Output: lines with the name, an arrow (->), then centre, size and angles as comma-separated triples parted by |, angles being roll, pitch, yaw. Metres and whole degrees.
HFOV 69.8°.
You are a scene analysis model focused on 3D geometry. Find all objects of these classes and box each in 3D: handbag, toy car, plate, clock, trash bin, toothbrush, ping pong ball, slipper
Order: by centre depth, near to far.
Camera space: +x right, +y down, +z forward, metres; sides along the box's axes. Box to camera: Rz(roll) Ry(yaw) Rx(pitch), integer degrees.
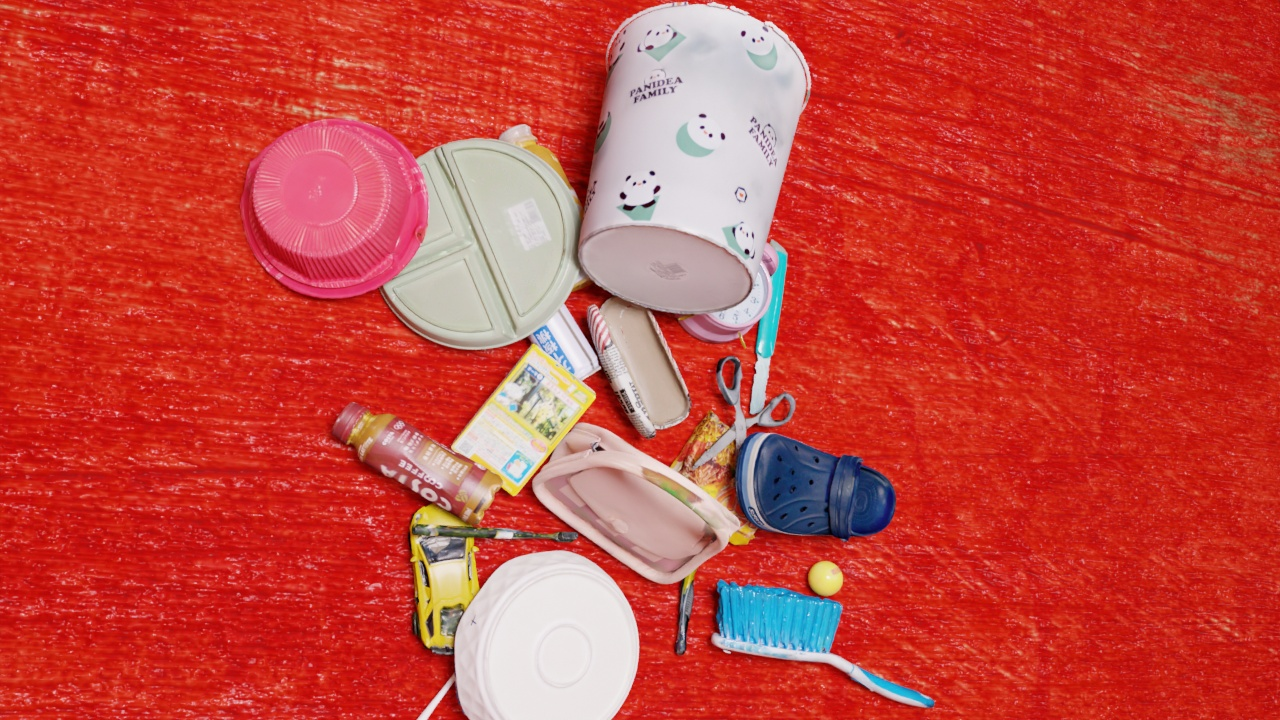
handbag -> 0.009, 0.140, 0.919 | 0.193, 0.235, 0.093 | 38, 67, -11
toothbrush -> -0.215, 0.361, 0.925 | 0.016, 0.016, 0.179 | 44, 70, -14
toy car -> -0.200, 0.221, 0.939 | 0.071, 0.041, 0.155 | -4, 81, -21
plate -> -0.087, 0.300, 0.941 | 0.204, 0.046, 0.204 | 5, 80, -31
toothbrush -> -0.147, 0.179, 0.951 | 0.185, 0.017, 0.012 | 10, 72, -33
plate -> -0.175, -0.126, 0.969 | 0.230, 0.027, 0.230 | 0, 86, 2
trash bin -> 0.048, -0.201, 0.974 | 0.229, 0.230, 0.251 | 19, 68, -15
slipper -> 0.211, 0.152, 1.033 | 0.252, 0.095, 0.105 | 20, 77, -37
ping pong ball -> 0.217, 0.256, 1.077 | 0.040, 0.040, 0.040 | 3, 80, -19
clock -> 0.102, -0.100, 1.084 | 0.117, 0.060, 0.158 | 20, 73, -15

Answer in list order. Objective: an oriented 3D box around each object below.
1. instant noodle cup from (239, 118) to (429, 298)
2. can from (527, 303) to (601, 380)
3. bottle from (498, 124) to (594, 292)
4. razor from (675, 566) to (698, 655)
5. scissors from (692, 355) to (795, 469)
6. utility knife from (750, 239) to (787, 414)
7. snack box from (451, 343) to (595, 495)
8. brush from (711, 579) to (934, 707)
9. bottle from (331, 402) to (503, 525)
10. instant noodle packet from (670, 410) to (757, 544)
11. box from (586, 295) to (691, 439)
instant noodle cup -> -0.315, -0.162, 0.923 | 0.194, 0.066, 0.193 | 0, 83, -2
can -> -0.099, -0.036, 1.008 | 0.053, 0.053, 0.134 | -33, 93, -21
bottle -> -0.101, -0.170, 1.020 | 0.068, 0.068, 0.189 | -26, 90, -21
razor -> 0.055, 0.258, 1.028 | 0.022, 0.043, 0.142 | 12, 82, 2
scissors -> 0.117, 0.075, 1.053 | 0.159, 0.014, 0.180 | 0, 69, -27
utility knife -> 0.154, -0.041, 1.117 | 0.029, 0.013, 0.222 | 14, 75, -15
snack box -> -0.123, 0.063, 0.970 | 0.087, 0.033, 0.140 | 39, 95, -10
brush -> 0.219, 0.331, 1.063 | 0.314, 0.061, 0.109 | 14, 83, -19
bottle -> -0.227, 0.102, 0.933 | 0.175, 0.057, 0.057 | 30, 73, -3
instant noodle packet -> 0.101, 0.138, 1.055 | 0.128, 0.044, 0.110 | 38, 74, -10
box -> -0.008, 0.007, 1.016 | 0.076, 0.087, 0.162 | -22, 94, 18
